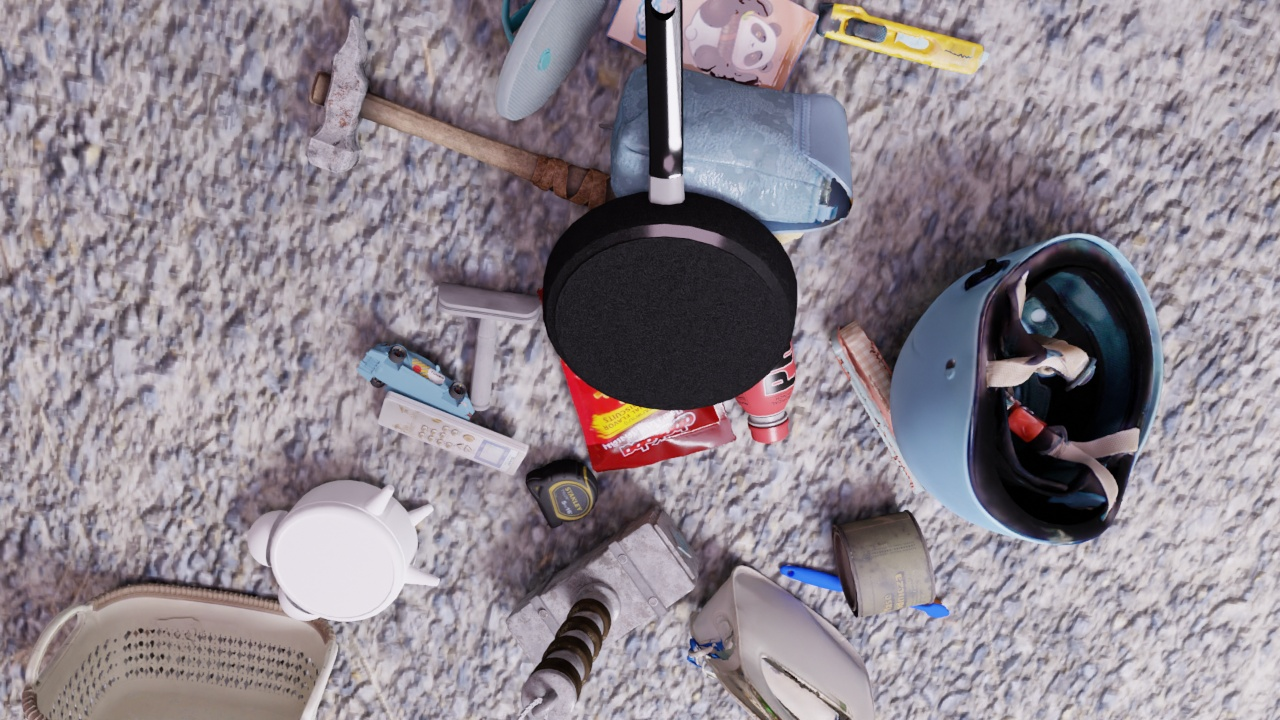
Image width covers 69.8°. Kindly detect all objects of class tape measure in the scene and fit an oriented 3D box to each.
[{"bbox_3d":[-0.071,0.123,0.870,0.061,0.034,0.062,-17,120,7],"label":"tape measure"}]

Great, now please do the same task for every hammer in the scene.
[{"bbox_3d":[-0.048,0.228,0.756,0.177,0.326,0.079,-36,89,9],"label":"hammer"},{"bbox_3d":[-0.115,-0.172,0.767,0.318,0.049,0.122,19,104,-10],"label":"hammer"}]

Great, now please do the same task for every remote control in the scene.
[{"bbox_3d":[-0.173,0.069,0.845,0.136,0.011,0.050,23,143,-10],"label":"remote control"}]

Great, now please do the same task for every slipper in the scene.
[{"bbox_3d":[-0.048,-0.311,0.708,0.055,0.098,0.269,33,97,13],"label":"slipper"}]

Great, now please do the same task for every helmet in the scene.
[{"bbox_3d":[0.317,0.017,0.776,0.265,0.167,0.225,-48,112,-18],"label":"helmet"}]

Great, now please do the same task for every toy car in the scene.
[{"bbox_3d":[-0.197,0.018,0.826,0.107,0.027,0.060,32,139,-16],"label":"toy car"}]

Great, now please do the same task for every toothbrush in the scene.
[{"bbox_3d":[0.228,0.233,0.933,0.182,0.018,0.016,16,107,-5],"label":"toothbrush"}]

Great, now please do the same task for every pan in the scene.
[{"bbox_3d":[0.019,-0.094,0.674,0.204,0.044,0.356,1,133,5],"label":"pan"}]

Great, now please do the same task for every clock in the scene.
[{"bbox_3d":[-0.278,0.176,0.867,0.161,0.072,0.125,-17,108,10],"label":"clock"}]

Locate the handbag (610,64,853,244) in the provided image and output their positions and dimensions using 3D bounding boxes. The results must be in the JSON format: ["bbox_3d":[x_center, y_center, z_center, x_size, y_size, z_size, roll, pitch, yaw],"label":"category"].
[{"bbox_3d":[0.071,-0.153,0.722,0.192,0.121,0.119,6,143,-3],"label":"handbag"}]

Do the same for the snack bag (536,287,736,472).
[{"bbox_3d":[-0.005,0.005,0.835,0.139,0.066,0.208,-19,118,-2],"label":"snack bag"}]

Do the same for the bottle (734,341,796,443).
[{"bbox_3d":[0.104,-0.011,0.819,0.062,0.062,0.177,-11,109,1],"label":"bottle"}]

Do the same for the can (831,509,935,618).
[{"bbox_3d":[0.230,0.194,0.878,0.074,0.089,0.090,-12,108,1],"label":"can"}]

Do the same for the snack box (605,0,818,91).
[{"bbox_3d":[0.057,-0.272,0.745,0.151,0.034,0.087,23,106,-9],"label":"snack box"}]

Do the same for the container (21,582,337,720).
[{"bbox_3d":[-0.415,0.314,0.847,0.246,0.184,0.143,12,117,-6],"label":"container"}]

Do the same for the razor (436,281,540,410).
[{"bbox_3d":[-0.140,-0.008,0.822,0.088,0.047,0.116,8,115,-5],"label":"razor"}]

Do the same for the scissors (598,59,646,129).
[{"bbox_3d":[0.052,-0.185,0.776,0.175,0.014,0.141,-6,93,-10],"label":"scissors"}]

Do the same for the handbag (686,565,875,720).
[{"bbox_3d":[0.133,0.309,0.857,0.200,0.199,0.093,38,106,-11],"label":"handbag"}]

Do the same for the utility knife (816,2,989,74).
[{"bbox_3d":[0.219,-0.268,0.765,0.151,0.017,0.030,11,117,-9],"label":"utility knife"}]

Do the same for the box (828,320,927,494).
[{"bbox_3d":[0.236,0.042,0.851,0.059,0.056,0.187,-46,110,-31],"label":"box"}]
